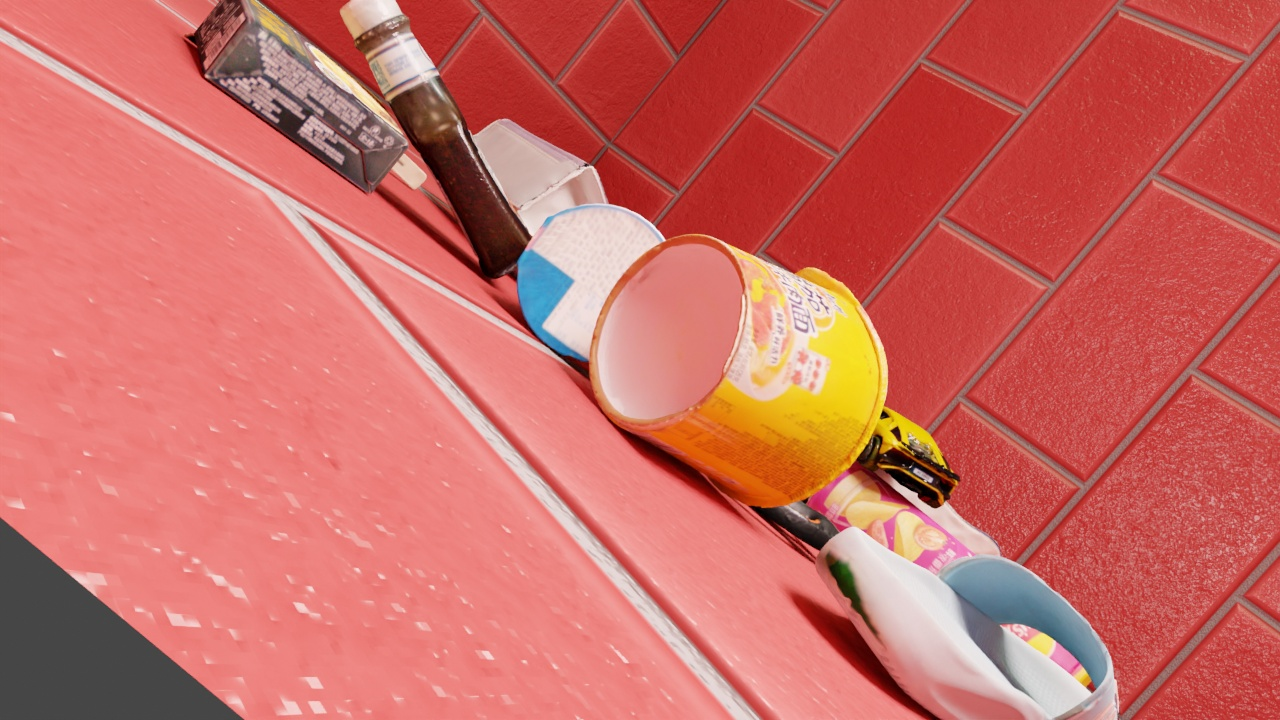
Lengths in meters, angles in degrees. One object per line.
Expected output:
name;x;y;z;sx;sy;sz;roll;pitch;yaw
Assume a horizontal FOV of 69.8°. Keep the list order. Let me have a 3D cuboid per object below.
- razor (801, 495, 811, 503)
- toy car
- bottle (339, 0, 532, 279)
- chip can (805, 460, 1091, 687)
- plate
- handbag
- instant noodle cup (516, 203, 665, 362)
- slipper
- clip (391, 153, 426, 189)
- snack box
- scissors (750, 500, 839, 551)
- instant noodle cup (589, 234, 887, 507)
razor;0.155;0.117;0.769;0.167;0.062;0.067;44;24;-33
toy car;0.199;0.065;0.717;0.071;0.041;0.155;31;12;-5
bottle;-0.133;-0.149;0.614;0.195;0.044;0.080;62;-5;-18
chip can;0.212;0.160;0.648;0.210;0.071;0.071;42;4;34
plate;0.236;0.142;0.848;0.205;0.045;0.205;38;-7;5
handbag;-0.093;-0.126;0.842;0.197;0.098;0.145;43;-11;53
instant noodle cup;-0.027;-0.044;0.608;0.099;0.099;0.110;40;-3;2
slipper;0.175;0.137;0.450;0.245;0.074;0.104;36;13;-35
clip;-0.229;-0.189;0.795;0.071;0.034;0.100;41;-4;33
snack box;-0.215;-0.169;0.571;0.113;0.053;0.125;37;10;-41
scissors;0.144;0.130;0.591;0.235;0.022;0.142;35;1;-6
instant noodle cup;0.046;0.001;0.503;0.109;0.138;0.138;26;12;-42
